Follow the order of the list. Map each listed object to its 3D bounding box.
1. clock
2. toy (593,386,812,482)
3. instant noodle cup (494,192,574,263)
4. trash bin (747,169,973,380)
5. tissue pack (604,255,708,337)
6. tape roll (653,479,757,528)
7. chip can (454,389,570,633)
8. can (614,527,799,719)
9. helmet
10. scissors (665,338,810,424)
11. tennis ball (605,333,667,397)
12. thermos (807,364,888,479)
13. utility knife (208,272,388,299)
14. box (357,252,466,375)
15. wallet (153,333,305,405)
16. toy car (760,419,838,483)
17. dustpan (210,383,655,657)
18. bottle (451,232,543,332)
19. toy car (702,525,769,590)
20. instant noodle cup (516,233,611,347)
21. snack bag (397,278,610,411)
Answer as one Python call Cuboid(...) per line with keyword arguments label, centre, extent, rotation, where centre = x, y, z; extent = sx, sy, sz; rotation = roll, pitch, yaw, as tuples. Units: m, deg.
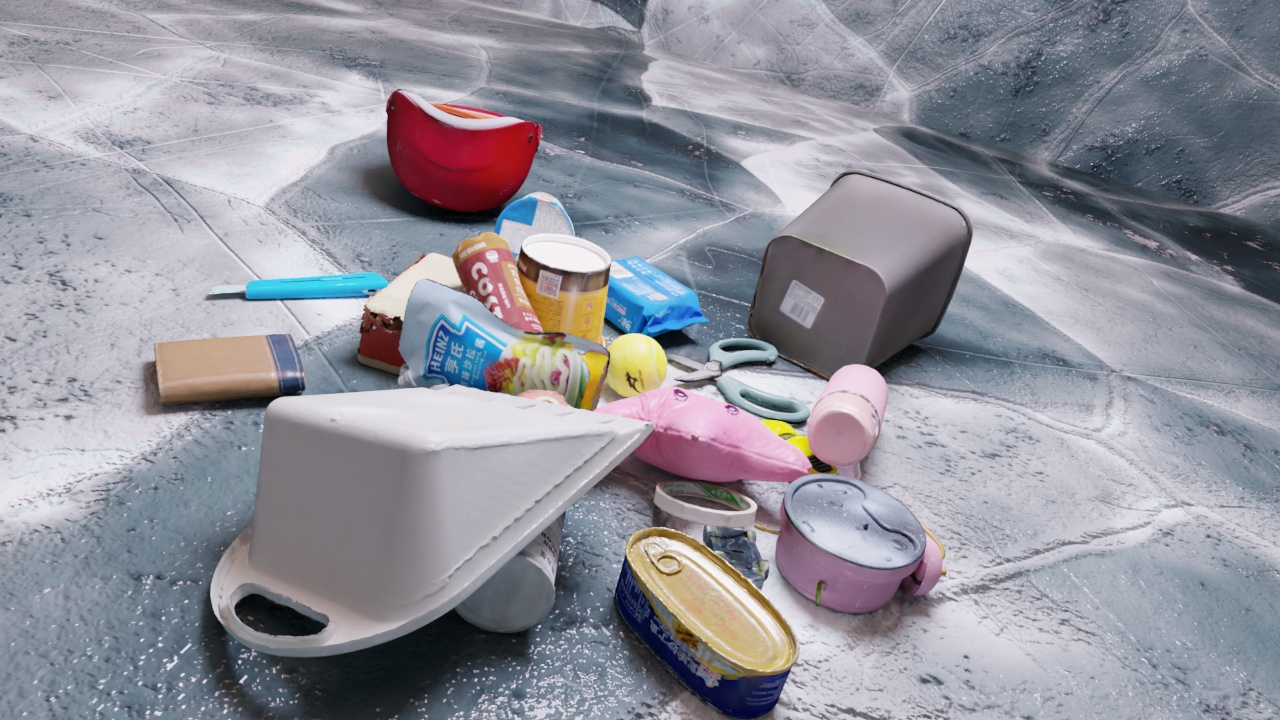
Cuboid(label="clock", centre=(0.182, 0.149, 0.755), extent=(0.158, 0.060, 0.117), rotation=(-3, 32, -27))
Cuboid(label="toy", centre=(0.054, 0.068, 0.802), extent=(0.194, 0.074, 0.178), rotation=(15, 0, 2))
Cuboid(label="instant noodle cup", centre=(-0.130, -0.169, 1.162), extent=(0.099, 0.099, 0.109), rotation=(11, 20, -6))
Cuboid(label="trash bin", centre=(0.255, -0.098, 1.114), extent=(0.199, 0.199, 0.219), rotation=(28, 37, 26))
Cuboid(label="tissue pack", centre=(-0.002, -0.071, 1.077), extent=(0.094, 0.052, 0.157), rotation=(-16, 40, -40))
Cuboid(label="tape roll", centre=(0.054, 0.119, 0.766), extent=(0.086, 0.014, 0.085), rotation=(11, 8, -2))
Cuboid(label="chip can", centre=(-0.089, 0.104, 0.697), extent=(0.071, 0.071, 0.214), rotation=(12, 27, -5))
Cuboid(label="can", centre=(0.043, 0.180, 0.641), extent=(0.074, 0.049, 0.148), rotation=(-13, 38, -42))
Cuboid(label="helmet", centre=(-0.247, -0.280, 1.256), extent=(0.207, 0.144, 0.240), rotation=(10, 14, -9))
Cuboid(label="scissors", centre=(0.118, 0.013, 1.016), extent=(0.170, 0.019, 0.178), rotation=(22, 30, 17))
Cuboid(label="tennis ball", centre=(-0.005, 0.005, 0.921), extent=(0.065, 0.066, 0.065), rotation=(11, 28, -6))
Cuboid(label="thermos", centre=(0.204, 0.061, 0.888), extent=(0.067, 0.087, 0.198), rotation=(-12, 7, 18))
Cuboid(label="utility knife", centre=(-0.356, -0.077, 0.960), extent=(0.178, 0.018, 0.034), rotation=(-7, 35, -32))
Cuboid(label="box", centre=(-0.212, -0.055, 0.923), extent=(0.091, 0.077, 0.168), rotation=(17, 27, 4))
Cuboid(label="wallet", centre=(-0.355, 0.007, 0.793), extent=(0.115, 0.033, 0.090), rotation=(-4, 31, -29))
Cuboid(label="toy car", centre=(0.146, 0.085, 0.882), extent=(0.048, 0.032, 0.105), rotation=(-9, 34, -36))
Cuboid(label="dustpan", centre=(-0.156, 0.101, 0.639), extent=(0.223, 0.142, 0.257), rotation=(9, 4, 34))
Cuboid(label="bottle", centre=(-0.127, -0.036, 0.879), extent=(0.057, 0.058, 0.174), rotation=(-10, 68, -37))
Cuboid(label="toy car", centre=(0.072, 0.156, 0.717), extent=(0.043, 0.034, 0.090), rotation=(7, 14, -6))
Cuboid(label="instant noodle cup", centre=(-0.086, -0.061, 0.953), extent=(0.118, 0.115, 0.118), rotation=(11, 29, -6))
Cuboid(label="snack bag", centre=(-0.127, 0.006, 0.817), extent=(0.191, 0.110, 0.038), rotation=(19, 22, 7))
